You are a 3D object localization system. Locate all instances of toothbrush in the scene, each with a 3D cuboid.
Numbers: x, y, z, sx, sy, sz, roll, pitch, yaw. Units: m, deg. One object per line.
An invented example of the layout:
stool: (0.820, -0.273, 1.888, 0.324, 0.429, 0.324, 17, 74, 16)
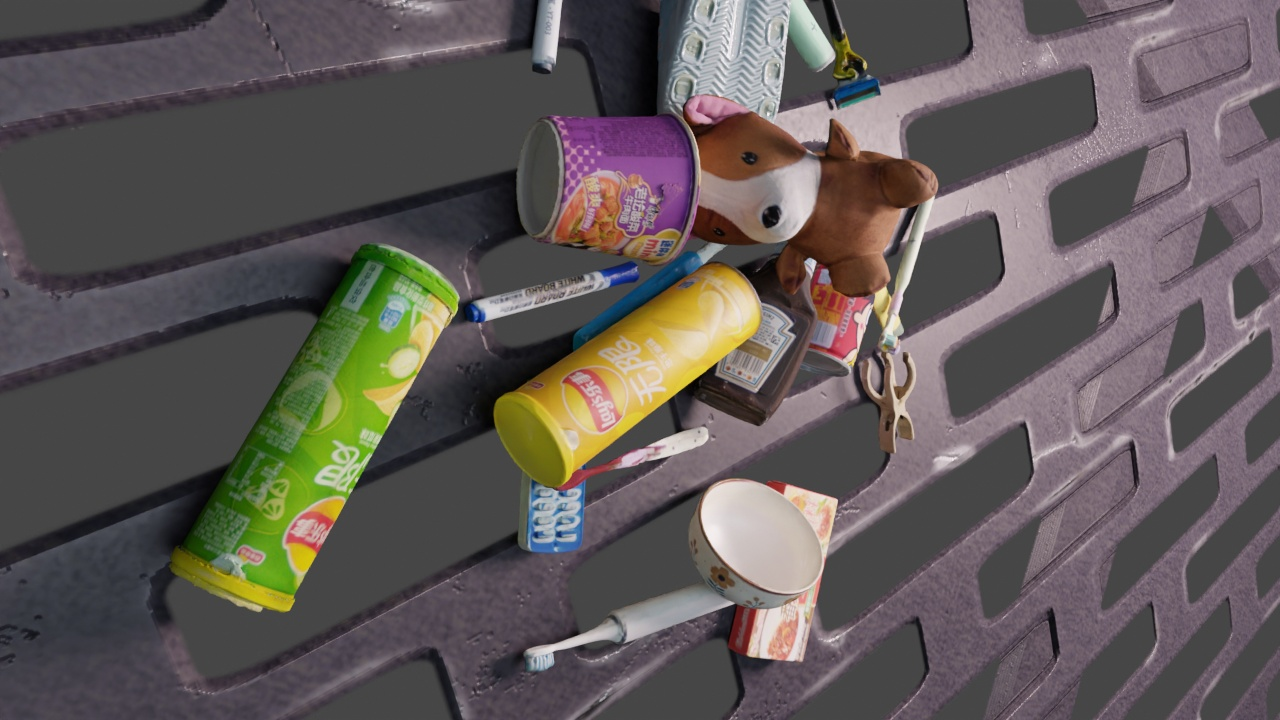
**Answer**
toothbrush: (0.099, -0.336, 0.767, 0.027, 0.026, 0.224, -44, 120, -2)
toothbrush: (-0.005, 0.074, 0.704, 0.187, 0.017, 0.016, -12, 95, -50)
toothbrush: (0.265, -0.093, 0.905, 0.029, 0.020, 0.189, 35, 65, -34)
toothbrush: (0.003, 0.205, 0.729, 0.220, 0.027, 0.026, -7, 88, -37)

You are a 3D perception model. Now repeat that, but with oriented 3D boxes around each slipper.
slipper: (0.061, -0.269, 0.711, 0.104, 0.074, 0.246, 0, 110, -30)

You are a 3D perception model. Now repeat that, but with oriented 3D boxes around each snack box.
snack box: (0.129, 0.190, 0.825, 0.075, 0.025, 0.152, 20, 81, -37)

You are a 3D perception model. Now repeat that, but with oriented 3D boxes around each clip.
clip: (0.257, 0.033, 0.909, 0.080, 0.035, 0.104, -43, 121, -27)

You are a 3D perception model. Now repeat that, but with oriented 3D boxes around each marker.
marker: (-0.065, -0.270, 0.653, 0.022, 0.018, 0.130, 7, 88, -17)
marker: (-0.061, -0.051, 0.670, 0.145, 0.017, 0.017, -18, 104, -35)

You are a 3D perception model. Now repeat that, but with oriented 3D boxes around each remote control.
remote control: (-0.064, 0.077, 0.671, 0.049, 0.024, 0.125, 7, 85, -38)

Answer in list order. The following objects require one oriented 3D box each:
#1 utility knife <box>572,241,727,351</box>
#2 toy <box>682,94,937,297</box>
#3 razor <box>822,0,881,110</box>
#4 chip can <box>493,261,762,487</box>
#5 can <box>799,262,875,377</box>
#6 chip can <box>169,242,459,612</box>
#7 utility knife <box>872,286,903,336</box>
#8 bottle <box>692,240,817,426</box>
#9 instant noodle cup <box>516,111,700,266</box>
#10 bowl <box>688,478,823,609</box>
utility knife: (0.021, -0.059, 0.731, 0.206, 0.018, 0.034, -40, 128, -29)
toy: (0.109, -0.120, 0.693, 0.199, 0.130, 0.140, 17, 114, -10)
razor: (0.177, -0.304, 0.834, 0.043, 0.022, 0.143, -19, 105, 10)
chip can: (-0.004, 0.004, 0.661, 0.212, 0.072, 0.072, -36, 113, -34)
can: (0.168, -0.040, 0.814, 0.066, 0.067, 0.093, 29, 75, -35)
chip can: (-0.186, 0.035, 0.545, 0.072, 0.073, 0.221, 36, 72, -33)
utility knife: (0.215, -0.098, 0.876, 0.030, 0.020, 0.195, -47, 126, -31)
bottle: (0.111, -0.045, 0.770, 0.080, 0.044, 0.194, 24, 74, 6)
instant noodle cup: (-0.028, -0.122, 0.640, 0.099, 0.112, 0.111, -2, 94, -29)
bowl: (0.086, 0.159, 0.756, 0.113, 0.113, 0.062, -5, 139, -37)
